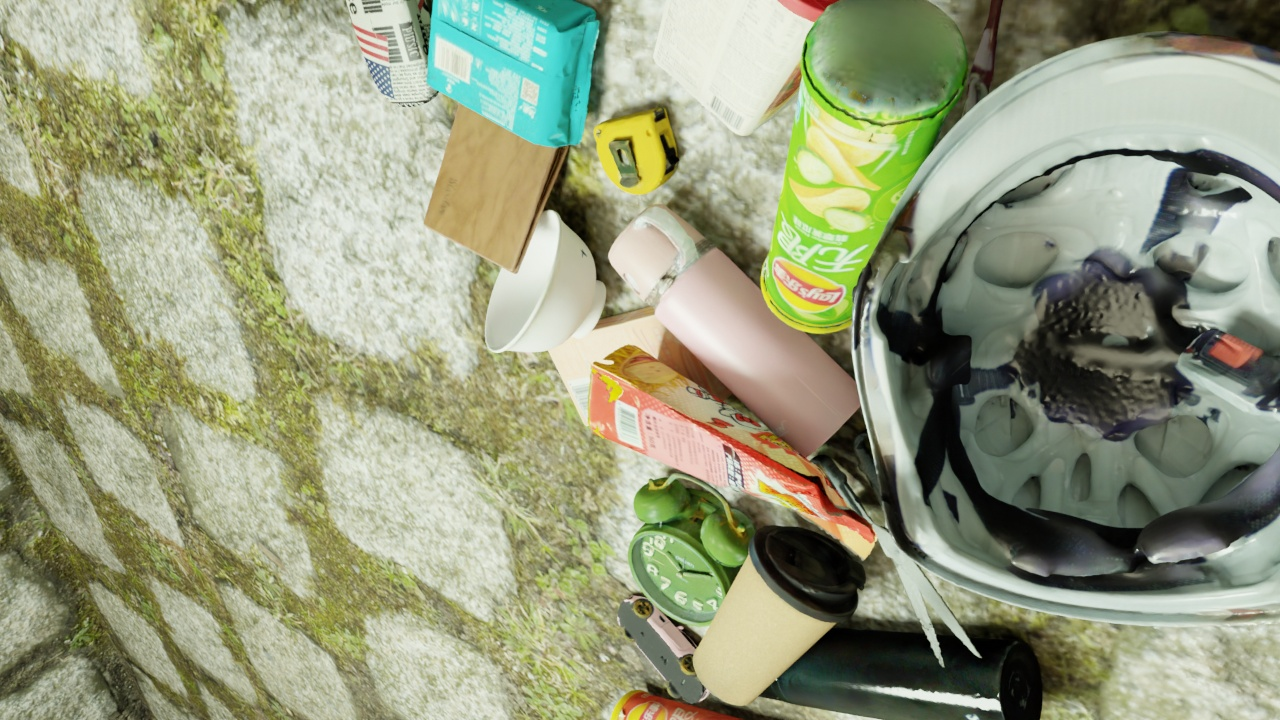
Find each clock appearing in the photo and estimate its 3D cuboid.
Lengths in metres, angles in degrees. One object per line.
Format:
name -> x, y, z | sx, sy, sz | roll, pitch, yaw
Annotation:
clock -> 0.045, 0.160, 0.785 | 0.116, 0.056, 0.161 | 23, 130, 26

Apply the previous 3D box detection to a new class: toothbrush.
toothbrush -> 0.179, -0.144, 0.491 | 0.016, 0.017, 0.188 | 22, 130, 29

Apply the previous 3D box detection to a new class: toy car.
toy car -> 0.025, 0.280, 0.901 | 0.122, 0.037, 0.056 | 44, 136, 26

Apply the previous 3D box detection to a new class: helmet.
helmet -> 0.225, -0.012, 0.441 | 0.229, 0.145, 0.259 | -1, 100, 22

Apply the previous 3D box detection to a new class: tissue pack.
tissue pack -> -0.090, -0.217, 0.646 | 0.133, 0.050, 0.093 | 33, 133, 19

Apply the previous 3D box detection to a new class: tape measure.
tape measure -> -0.004, -0.144, 0.639 | 0.060, 0.028, 0.057 | 1, 119, 40

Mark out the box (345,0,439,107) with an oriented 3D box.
box -> -0.194, -0.279, 0.706 | 0.068, 0.051, 0.164 | 20, 128, 43

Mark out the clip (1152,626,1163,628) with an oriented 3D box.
clip -> 0.328, 0.146, 0.559 | 0.038, 0.026, 0.058 | 37, 140, 5

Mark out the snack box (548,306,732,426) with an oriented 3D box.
snack box -> -0.004, 0.004, 0.742 | 0.158, 0.026, 0.084 | -12, 109, 44

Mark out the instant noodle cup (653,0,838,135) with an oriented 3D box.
instant noodle cup -> 0.070, -0.198, 0.486 | 0.116, 0.116, 0.124 | 44, 148, 9

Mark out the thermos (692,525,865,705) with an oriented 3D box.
thermos -> 0.102, 0.199, 0.714 | 0.093, 0.092, 0.143 | 36, 115, 16

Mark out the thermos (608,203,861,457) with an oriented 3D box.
thermos -> 0.065, -0.026, 0.627 | 0.198, 0.067, 0.087 | 46, 164, 5

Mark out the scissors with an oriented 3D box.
scissors -> 0.178, 0.130, 0.655 | 0.163, 0.014, 0.165 | 19, 118, 42

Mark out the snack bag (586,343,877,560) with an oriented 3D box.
snack bag -> 0.059, 0.062, 0.628 | 0.208, 0.073, 0.128 | 28, 168, 33

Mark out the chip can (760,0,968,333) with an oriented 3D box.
chip can -> 0.108, -0.091, 0.483 | 0.072, 0.072, 0.221 | 36, 163, 16

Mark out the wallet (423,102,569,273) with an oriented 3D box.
wallet -> -0.115, -0.138, 0.713 | 0.101, 0.020, 0.115 | 28, 104, 24

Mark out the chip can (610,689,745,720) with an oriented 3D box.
chip can -> 0.071, 0.382, 0.906 | 0.217, 0.073, 0.073 | -3, 116, 40

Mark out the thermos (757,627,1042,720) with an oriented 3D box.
thermos -> 0.189, 0.251, 0.728 | 0.243, 0.068, 0.090 | -12, 140, 46

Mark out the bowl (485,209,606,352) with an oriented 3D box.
bowl -> -0.066, -0.051, 0.719 | 0.064, 0.118, 0.119 | 23, 145, -26
